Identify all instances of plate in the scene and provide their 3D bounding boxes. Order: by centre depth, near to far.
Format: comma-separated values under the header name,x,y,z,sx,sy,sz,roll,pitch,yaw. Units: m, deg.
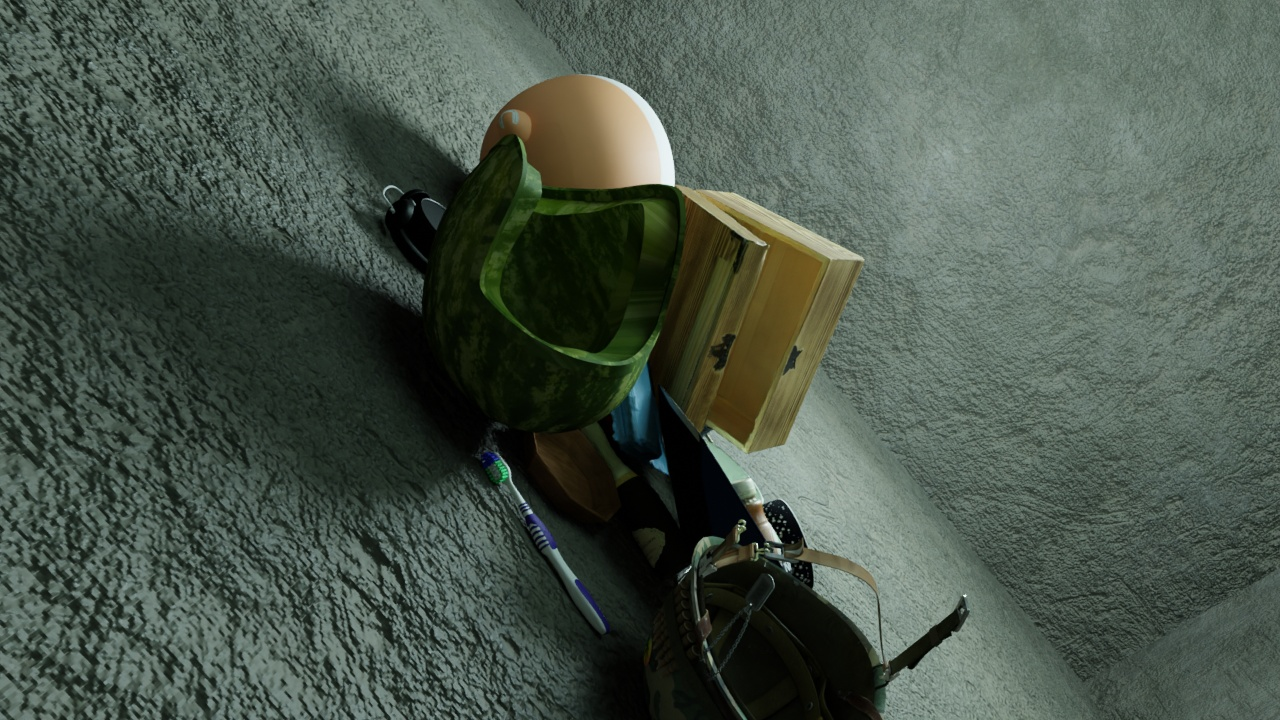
name,x,y,z,sx,sy,sz,roll,pitch,yaw
plate,-0.071,0.107,0.896,0.131,0.025,0.131,46,16,-18

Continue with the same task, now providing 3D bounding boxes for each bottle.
name,x,y,z,sx,sy,sz,roll,pitch,yaw
bottle,-0.009,0.140,0.961,0.184,0.045,0.045,56,16,18
bottle,0.139,0.222,1.077,0.059,0.059,0.167,-1,73,-71

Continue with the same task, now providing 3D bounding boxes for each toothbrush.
name,x,y,z,sx,sy,sz,roll,pitch,yaw
toothbrush,-0.082,0.154,0.781,0.186,0.015,0.016,55,21,12

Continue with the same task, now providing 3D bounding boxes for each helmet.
name,x,y,z,sx,sy,sz,roll,pitch,yaw
helmet,0.106,0.228,0.715,0.192,0.236,0.224,32,9,-12
helmet,-0.088,-0.058,0.836,0.213,0.247,0.244,12,-7,-31

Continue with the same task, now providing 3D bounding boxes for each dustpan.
name,x,y,z,sx,sy,sz,roll,pitch,yaw
dustpan,0.073,0.179,0.949,0.273,0.080,0.236,58,-2,-13

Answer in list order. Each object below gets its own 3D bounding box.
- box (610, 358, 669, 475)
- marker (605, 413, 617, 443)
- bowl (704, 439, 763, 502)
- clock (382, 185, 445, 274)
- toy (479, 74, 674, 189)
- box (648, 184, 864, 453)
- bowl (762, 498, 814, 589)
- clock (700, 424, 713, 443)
name,x,y,z,sx,sy,sz,roll,pitch,yaw
box,-0.006,0.006,1.053,0.174,0.033,0.231,48,30,-66
marker,-0.041,0.046,1.135,0.023,0.021,0.145,12,35,-31
bowl,0.093,0.160,1.163,0.117,0.061,0.117,40,14,-13
clock,-0.230,-0.140,0.984,0.120,0.043,0.091,47,16,-15
toy,-0.096,-0.247,1.231,0.280,0.266,0.263,-21,100,-65
box,0.084,-0.061,1.176,0.220,0.280,0.259,-6,33,-45
bowl,0.163,0.241,1.153,0.120,0.066,0.120,163,-89,-81
clock,0.064,0.064,1.332,0.129,0.052,0.090,43,17,-29
